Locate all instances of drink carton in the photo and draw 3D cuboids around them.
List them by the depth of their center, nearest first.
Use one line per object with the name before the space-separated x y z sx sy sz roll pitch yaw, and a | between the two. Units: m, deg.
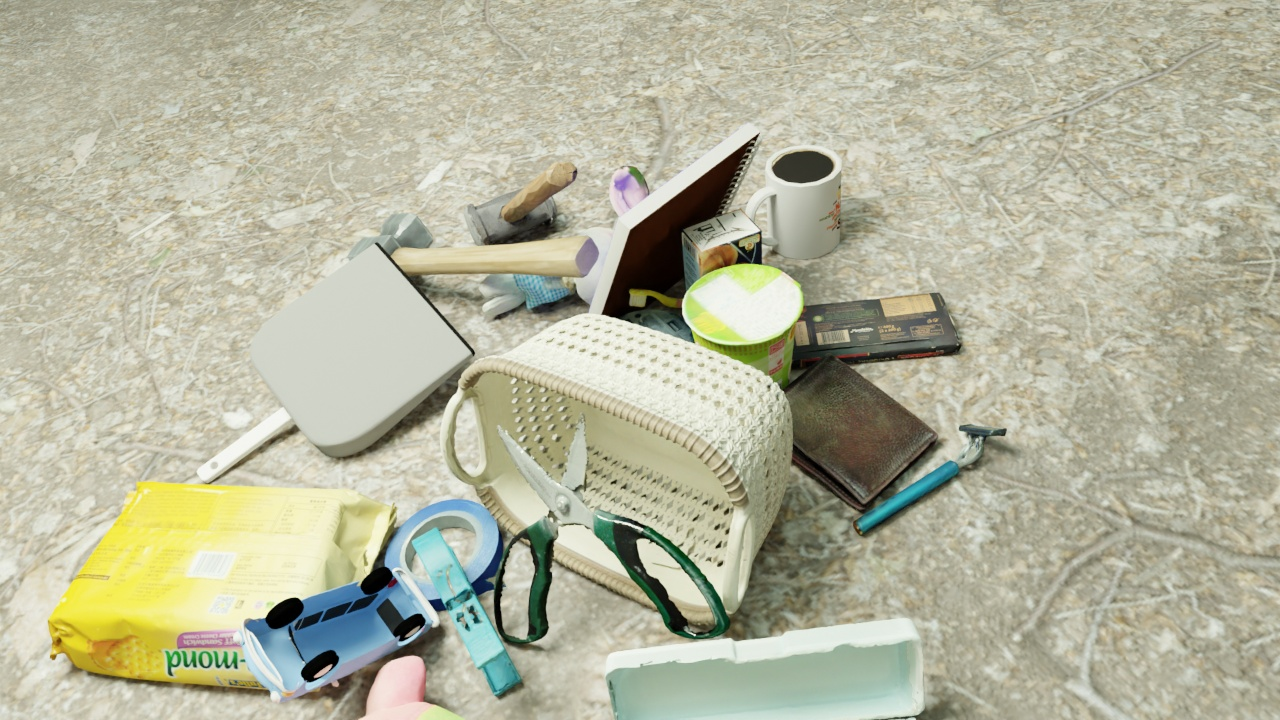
drink carton | 0.076 -0.067 0.828 0.064 0.130 0.040 -21 47 -11

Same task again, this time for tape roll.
tape roll | -0.155 0.153 0.728 0.091 0.016 0.093 -16 44 -5

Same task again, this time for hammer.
hammer | -0.110 -0.156 0.893 0.098 0.052 0.329 -24 9 -13
hammer | -0.172 -0.098 0.897 0.324 0.051 0.117 3 51 39

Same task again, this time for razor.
razor | 0.223 0.094 0.715 0.143 0.022 0.042 -33 11 -16

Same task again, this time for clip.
clip | -0.127 0.166 0.641 0.028 0.113 0.127 -27 45 -17

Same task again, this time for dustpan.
dustpan | -0.300 0.022 0.848 0.257 0.033 0.163 -39 68 -14

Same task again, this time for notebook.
notebook | 0.024 -0.106 0.831 0.022 0.210 0.171 44 62 11

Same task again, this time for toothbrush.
toothbrush | 0.034 -0.055 0.859 0.021 0.016 0.135 15 9 39

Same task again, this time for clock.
clock | -0.005 0.005 0.826 0.129 0.052 0.090 -27 46 -18

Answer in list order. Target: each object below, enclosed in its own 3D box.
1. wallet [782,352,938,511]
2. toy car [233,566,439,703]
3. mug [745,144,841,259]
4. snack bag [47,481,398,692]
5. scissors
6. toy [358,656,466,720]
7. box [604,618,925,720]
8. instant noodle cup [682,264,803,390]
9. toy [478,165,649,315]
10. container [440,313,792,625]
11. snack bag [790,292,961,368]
wallet | 0.167 0.056 0.753 0.099 0.031 0.120 -36 59 -25
toy car | -0.204 0.186 0.624 0.056 0.153 0.055 48 111 17
mug | 0.153 -0.156 0.932 0.105 0.090 0.073 -25 46 -14
snack bag | -0.327 0.165 0.713 0.247 0.068 0.159 0 46 11
scissors | -0.048 0.140 0.626 0.201 0.205 0.015 46 32 12
toy | -0.186 0.268 0.565 0.237 0.097 0.191 -2 31 19
box | 0.081 0.231 0.565 0.197 0.075 0.125 -8 63 4
instant noodle cup | 0.090 -0.010 0.782 0.099 0.108 0.098 -5 44 5
toy | -0.065 -0.091 0.913 0.205 0.131 0.105 -26 65 2
container | -0.008 0.069 0.676 0.246 0.185 0.142 21 42 25
snack bag | 0.208 -0.029 0.844 0.155 0.018 0.074 -5 44 6
